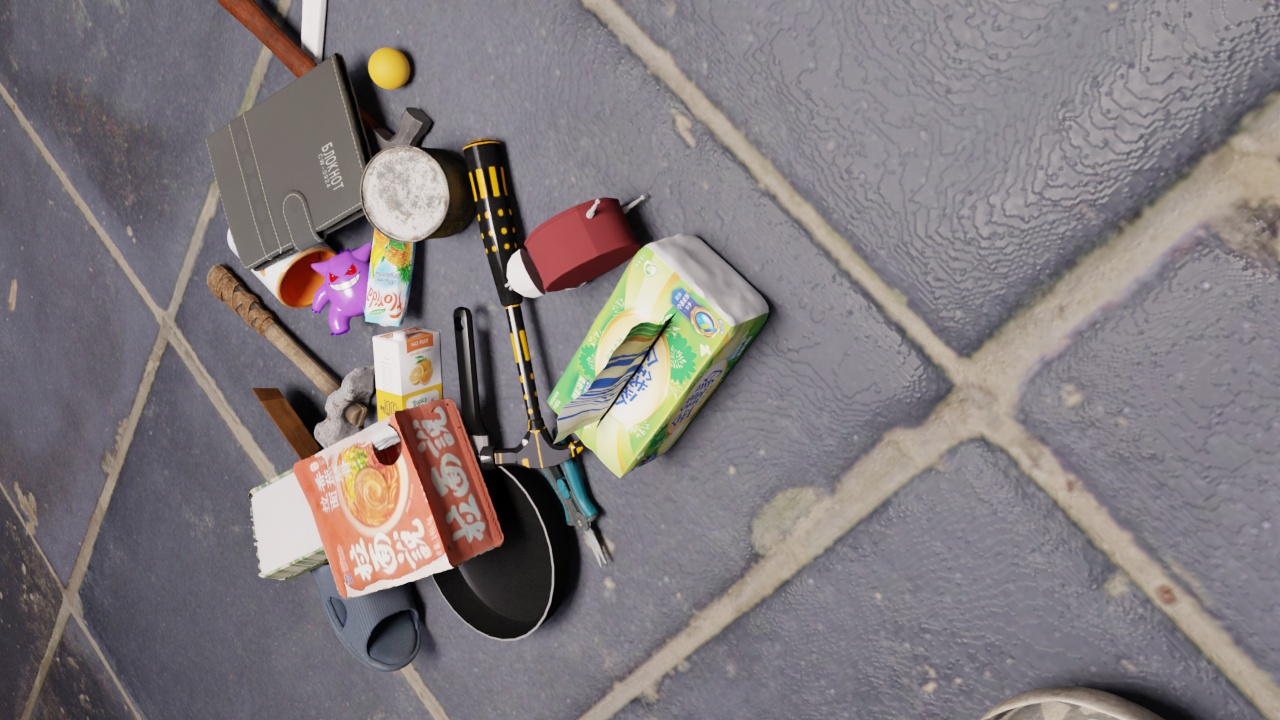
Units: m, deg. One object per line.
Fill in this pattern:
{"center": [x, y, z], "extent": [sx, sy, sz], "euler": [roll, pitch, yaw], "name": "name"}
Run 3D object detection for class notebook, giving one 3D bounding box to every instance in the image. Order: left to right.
{"center": [-0.365, -0.199, 0.960], "extent": [0.210, 0.029, 0.169], "euler": [-20, 84, 30], "name": "notebook"}

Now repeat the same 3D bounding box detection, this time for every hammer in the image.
{"center": [-0.437, -0.023, 1.128], "extent": [0.319, 0.048, 0.122], "euler": [38, 119, 23], "name": "hammer"}
{"center": [-0.348, -0.301, 0.971], "extent": [0.300, 0.028, 0.111], "euler": [44, 118, 12], "name": "hammer"}
{"center": [-0.120, -0.053, 0.881], "extent": [0.123, 0.036, 0.320], "euler": [-10, 93, 7], "name": "hammer"}

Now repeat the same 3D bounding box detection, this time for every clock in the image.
{"center": [-0.059, -0.095, 0.800], "extent": [0.138, 0.096, 0.048], "euler": [-28, 85, 35], "name": "clock"}

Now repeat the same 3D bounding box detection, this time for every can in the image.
{"center": [-0.212, -0.161, 0.888], "extent": [0.090, 0.074, 0.090], "euler": [2, 101, 11], "name": "can"}

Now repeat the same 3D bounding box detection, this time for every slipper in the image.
{"center": [-0.337, 0.245, 1.104], "extent": [0.263, 0.101, 0.083], "euler": [50, 118, 21], "name": "slipper"}

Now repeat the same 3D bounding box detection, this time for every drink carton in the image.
{"center": [-0.261, -0.098, 0.962], "extent": [0.044, 0.038, 0.129], "euler": [9, 101, -7], "name": "drink carton"}
{"center": [-0.251, 0.024, 0.994], "extent": [0.040, 0.058, 0.122], "euler": [12, 110, 33], "name": "drink carton"}

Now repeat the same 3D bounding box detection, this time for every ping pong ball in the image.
{"center": [-0.250, -0.291, 0.915], "extent": [0.040, 0.040, 0.040], "euler": [11, 109, 33], "name": "ping pong ball"}

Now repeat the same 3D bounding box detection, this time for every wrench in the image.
{"center": [-0.360, -0.320, 1.001], "extent": [0.066, 0.018, 0.274], "euler": [25, 115, 28], "name": "wrench"}

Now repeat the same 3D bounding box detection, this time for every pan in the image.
{"center": [-0.160, 0.119, 0.963], "extent": [0.204, 0.044, 0.356], "euler": [5, 103, 37], "name": "pan"}

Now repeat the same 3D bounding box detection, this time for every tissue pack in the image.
{"center": [-0.005, 0.005, 0.760], "extent": [0.120, 0.141, 0.198], "euler": [40, 122, 20], "name": "tissue pack"}

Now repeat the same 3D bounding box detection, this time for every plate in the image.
{"center": [-0.427, 0.084, 1.127], "extent": [0.131, 0.025, 0.131], "euler": [46, 159, 24], "name": "plate"}

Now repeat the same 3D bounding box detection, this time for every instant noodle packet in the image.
{"center": [-0.269, 0.152, 0.958], "extent": [0.221, 0.083, 0.164], "euler": [-22, 88, 32], "name": "instant noodle packet"}

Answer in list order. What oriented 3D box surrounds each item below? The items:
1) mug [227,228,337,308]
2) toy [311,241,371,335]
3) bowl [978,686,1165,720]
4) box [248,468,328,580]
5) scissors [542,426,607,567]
{"center": [-0.407, -0.123, 1.050], "extent": [0.105, 0.082, 0.082], "euler": [41, 123, 21], "name": "mug"}
{"center": [-0.316, -0.081, 1.013], "extent": [0.106, 0.056, 0.088], "euler": [-20, 97, 3], "name": "toy"}
{"center": [0.323, 0.301, 0.647], "extent": [0.179, 0.081, 0.178], "euler": [12, 112, 33], "name": "bowl"}
{"center": [-0.356, 0.167, 1.057], "extent": [0.206, 0.050, 0.117], "euler": [-28, 65, 16], "name": "box"}
{"center": [-0.070, 0.133, 0.921], "extent": [0.144, 0.019, 0.126], "euler": [36, 131, 30], "name": "scissors"}
